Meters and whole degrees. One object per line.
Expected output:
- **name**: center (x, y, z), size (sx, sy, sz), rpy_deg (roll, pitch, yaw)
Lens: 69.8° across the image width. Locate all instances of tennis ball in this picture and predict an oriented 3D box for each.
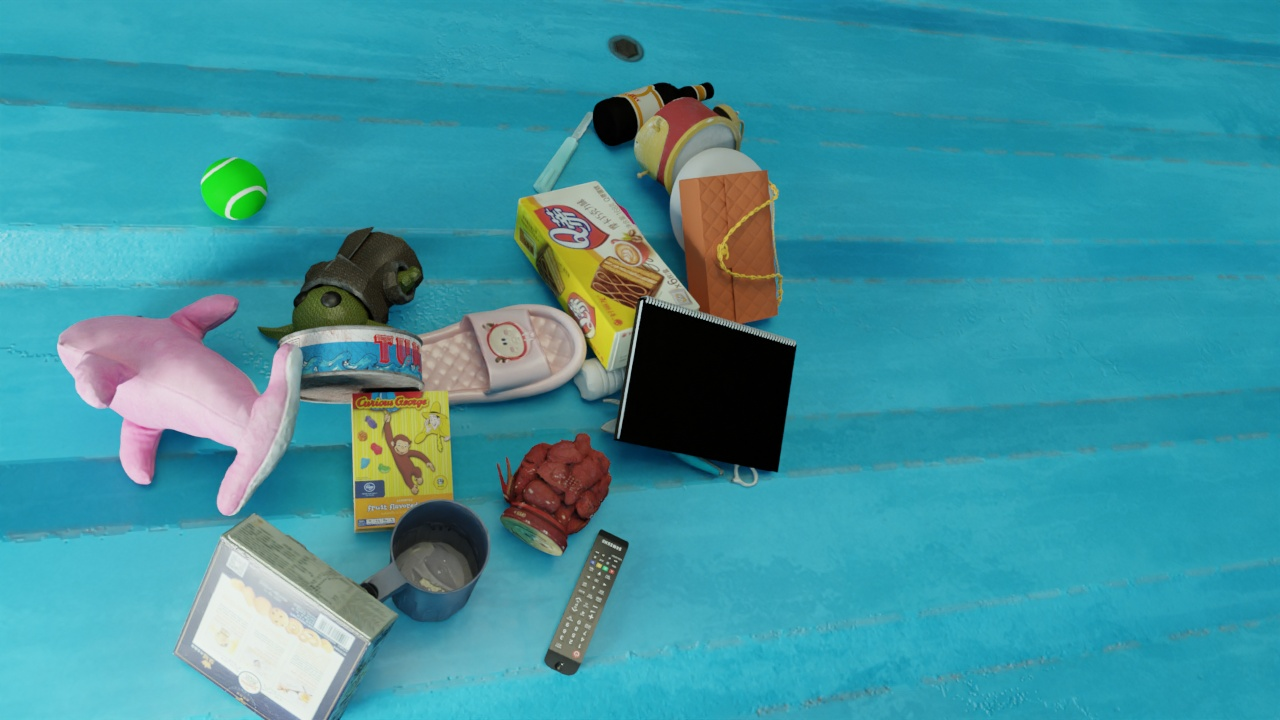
- **tennis ball**: center (-0.432, -0.183, 0.977), size (0.065, 0.066, 0.065), rpy_deg (8, 58, -13)

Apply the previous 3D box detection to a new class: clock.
- **clock**: center (0.068, -0.274, 1.163), size (0.158, 0.117, 0.081), rpy_deg (-18, 50, -34)

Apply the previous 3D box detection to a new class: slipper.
- **slipper**: center (-0.167, -0.007, 0.956), size (0.221, 0.056, 0.106), rpy_deg (-13, 65, -14)

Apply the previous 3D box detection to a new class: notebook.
- **notebook**: center (0.074, 0.028, 0.968), size (0.206, 0.016, 0.149), rpy_deg (14, 81, -31)

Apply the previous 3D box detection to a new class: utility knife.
- **utility knife**: center (-0.093, -0.269, 1.167), size (0.022, 0.015, 0.165), rpy_deg (28, 58, -2)

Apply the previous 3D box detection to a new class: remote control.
- **remote control**: center (-0.050, 0.229, 0.884), size (0.033, 0.015, 0.146), rpy_deg (26, 56, -2)

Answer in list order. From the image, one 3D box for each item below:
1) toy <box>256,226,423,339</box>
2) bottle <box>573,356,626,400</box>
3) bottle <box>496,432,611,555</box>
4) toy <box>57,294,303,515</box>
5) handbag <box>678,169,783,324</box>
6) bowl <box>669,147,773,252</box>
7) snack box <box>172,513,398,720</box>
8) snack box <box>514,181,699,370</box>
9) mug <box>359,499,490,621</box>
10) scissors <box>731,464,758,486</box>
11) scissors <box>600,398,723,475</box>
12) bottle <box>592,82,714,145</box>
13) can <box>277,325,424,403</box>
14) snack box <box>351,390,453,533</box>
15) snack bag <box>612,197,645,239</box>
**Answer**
- **toy**: center (-0.291, -0.071, 0.931), size (0.180, 0.078, 0.152), rpy_deg (2, 42, 23)
- **bottle**: center (-0.006, 0.006, 1.015), size (0.136, 0.044, 0.044), rpy_deg (-17, 67, -26)
- **bottle**: center (-0.086, 0.123, 0.897), size (0.099, 0.099, 0.111), rpy_deg (31, 66, 1)
- **toy**: center (-0.418, 0.021, 0.794), size (0.266, 0.127, 0.186), rpy_deg (21, 86, 22)
- **handbag**: center (0.113, -0.131, 1.072), size (0.108, 0.060, 0.172), rpy_deg (-12, 103, -27)
- **bowl**: center (0.110, -0.185, 1.119), size (0.149, 0.043, 0.149), rpy_deg (-4, 98, -29)
- **snack box**: center (-0.287, 0.219, 0.737), size (0.144, 0.145, 0.042), rpy_deg (34, 26, 4)
- **snack box**: center (-0.044, -0.100, 1.028), size (0.109, 0.062, 0.230), rpy_deg (-19, 55, -27)
- **mug**: center (-0.197, 0.190, 0.806), size (0.123, 0.104, 0.084), rpy_deg (-33, 75, -31)
- **scissors**: center (0.081, 0.079, 1.018), size (0.174, 0.014, 0.141), rpy_deg (-14, 68, -22)
- **scissors**: center (0.037, 0.069, 0.992), size (0.155, 0.019, 0.124), rpy_deg (41, 62, 4)
- **bottle**: center (0.025, -0.338, 1.221), size (0.181, 0.059, 0.059), rpy_deg (-26, 71, -29)
- **can**: center (-0.268, 0.006, 0.855), size (0.129, 0.130, 0.044), rpy_deg (-1, 76, -19)
- **snack box**: center (-0.227, 0.096, 0.873), size (0.088, 0.040, 0.125), rpy_deg (-1, 76, -19)
- **snack bag**: center (0.021, -0.104, 1.079), size (0.016, 0.070, 0.196), rpy_deg (-31, 69, 5)
